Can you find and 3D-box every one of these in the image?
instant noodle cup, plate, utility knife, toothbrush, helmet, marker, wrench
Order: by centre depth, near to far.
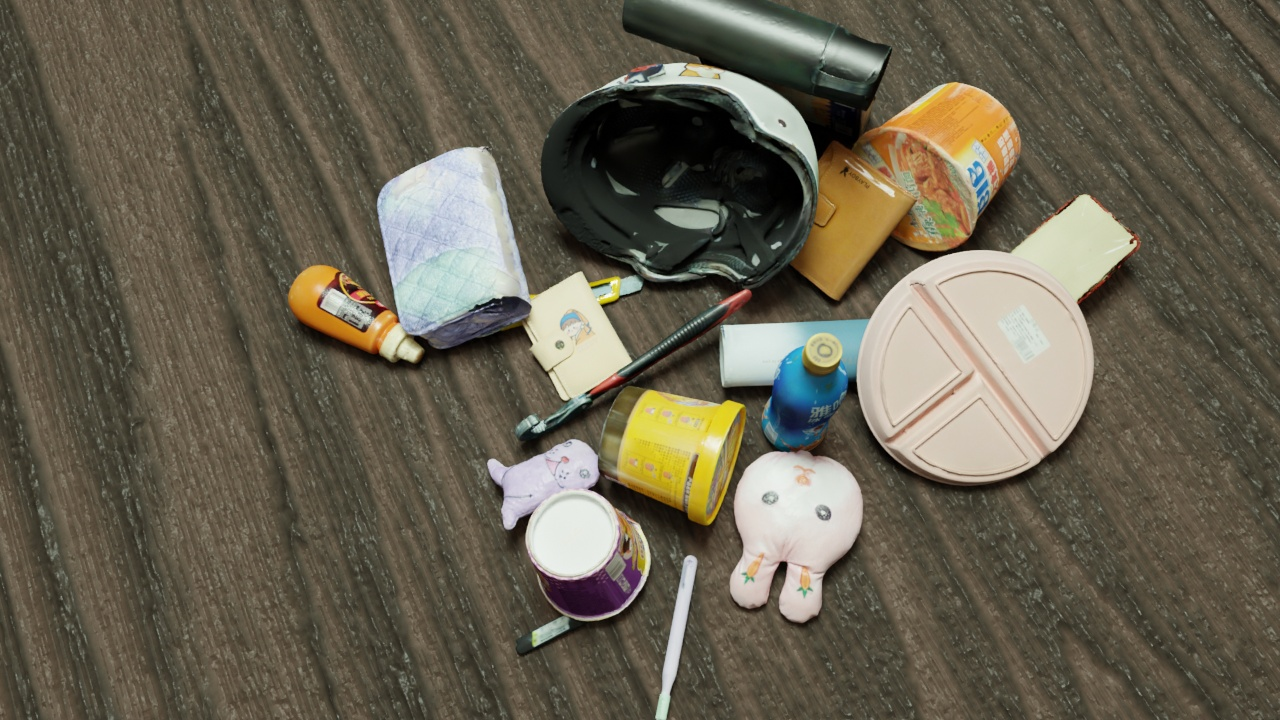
[{"bbox_3d":[-0.054,0.172,0.842,0.112,0.099,0.111,-5,61,9],"label":"instant noodle cup"},{"bbox_3d":[0.031,0.275,0.853,0.029,0.021,0.188,10,70,8],"label":"toothbrush"},{"bbox_3d":[-0.063,0.246,0.871,0.124,0.015,0.018,-26,70,-3],"label":"marker"},{"bbox_3d":[0.322,0.011,0.872,0.229,0.028,0.229,0,98,-2],"label":"plate"},{"bbox_3d":[0.029,0.084,0.873,0.114,0.118,0.118,16,72,16],"label":"instant noodle cup"},{"bbox_3d":[-0.005,0.005,0.917,0.273,0.056,0.016,-32,74,-1],"label":"wrench"},{"bbox_3d":[0.053,-0.204,0.930,0.274,0.230,0.156,11,45,19],"label":"helmet"},{"bbox_3d":[0.309,-0.205,0.947,0.151,0.152,0.111,41,69,15],"label":"instant noodle cup"},{"bbox_3d":[-0.080,-0.066,0.979,0.181,0.015,0.033,-15,74,-2],"label":"utility knife"}]

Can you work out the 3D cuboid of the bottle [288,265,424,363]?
[{"bbox_3d":[-0.292,-0.041,0.960,0.149,0.067,0.066,30,74,5],"label":"bottle"}]

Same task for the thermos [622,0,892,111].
[{"bbox_3d":[0.102,-0.295,0.837,0.242,0.069,0.089,23,31,12],"label":"thermos"}]

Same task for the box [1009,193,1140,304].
[{"bbox_3d":[0.416,-0.092,0.934,0.168,0.076,0.091,-38,74,-11],"label":"box"}]

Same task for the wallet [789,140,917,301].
[{"bbox_3d":[0.203,-0.145,0.951,0.108,0.031,0.132,42,114,16],"label":"wallet"}]

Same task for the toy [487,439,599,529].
[{"bbox_3d":[-0.091,0.112,0.891,0.108,0.039,0.083,-23,51,-7],"label":"toy"}]

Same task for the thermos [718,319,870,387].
[{"bbox_3d":[0.189,-0.009,0.920,0.220,0.070,0.070,-2,70,2],"label":"thermos"}]

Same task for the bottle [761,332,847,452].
[{"bbox_3d":[0.150,0.028,0.828,0.065,0.219,0.065,-1,69,2],"label":"bottle"}]

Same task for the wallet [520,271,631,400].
[{"bbox_3d":[-0.072,-0.023,0.953,0.087,0.024,0.115,-30,84,0],"label":"wallet"}]

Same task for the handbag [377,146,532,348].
[{"bbox_3d":[-0.195,-0.117,0.965,0.134,0.075,0.193,-22,69,16],"label":"handbag"}]

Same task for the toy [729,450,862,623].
[{"bbox_3d":[0.144,0.164,0.871,0.121,0.054,0.159,13,80,7],"label":"toy"}]

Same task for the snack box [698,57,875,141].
[{"bbox_3d":[0.155,-0.297,0.964,0.182,0.177,0.046,23,96,10],"label":"snack box"}]
